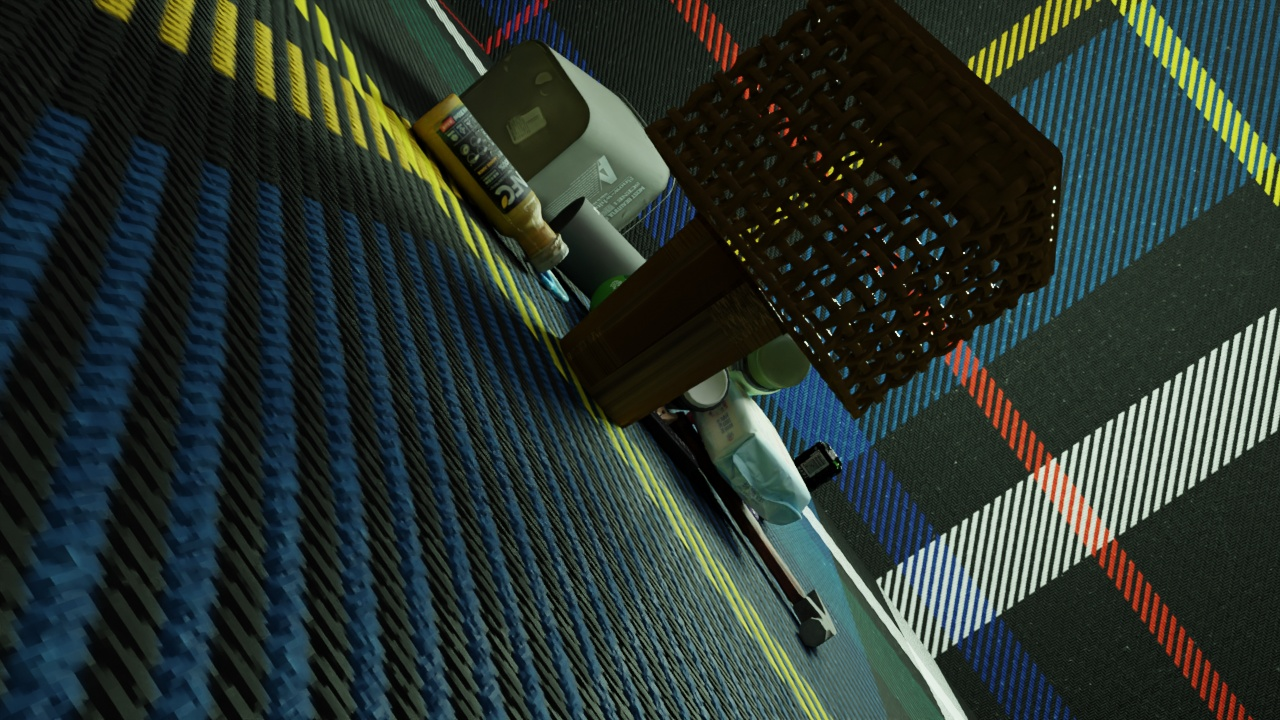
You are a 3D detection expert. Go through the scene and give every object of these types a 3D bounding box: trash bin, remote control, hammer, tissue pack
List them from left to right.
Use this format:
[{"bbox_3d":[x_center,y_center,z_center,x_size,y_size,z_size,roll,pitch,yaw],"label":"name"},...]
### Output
[{"bbox_3d":[-0.102,-0.267,1.154,0.197,0.198,0.220,57,13,18],"label":"trash bin"},{"bbox_3d":[0.012,0.061,0.941,0.136,0.015,0.032,49,7,-17],"label":"remote control"},{"bbox_3d":[0.118,0.101,1.021,0.112,0.070,0.181,49,11,-23],"label":"tissue pack"},{"bbox_3d":[0.118,0.180,1.020,0.300,0.028,0.111,56,8,23],"label":"hammer"}]

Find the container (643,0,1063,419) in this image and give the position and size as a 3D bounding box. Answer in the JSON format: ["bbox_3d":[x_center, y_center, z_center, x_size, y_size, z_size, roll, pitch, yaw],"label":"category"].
[{"bbox_3d":[0.184,-0.133,0.788,0.251,0.214,0.219,57,7,28],"label":"container"}]

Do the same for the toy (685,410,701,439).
[{"bbox_3d":[0.114,0.096,1.231,0.094,0.088,0.133,68,13,22],"label":"toy"}]

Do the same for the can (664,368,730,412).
[{"bbox_3d":[0.047,0.024,1.037,0.064,0.064,0.127,52,-18,-13],"label":"can"}]

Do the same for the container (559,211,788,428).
[{"bbox_3d":[0.024,-0.028,0.819,0.132,0.167,0.132,52,7,-9],"label":"container"}]

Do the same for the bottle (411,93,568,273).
[{"bbox_3d":[-0.141,-0.167,0.889,0.186,0.053,0.053,51,7,-20],"label":"bottle"}]

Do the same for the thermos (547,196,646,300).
[{"bbox_3d":[-0.014,-0.084,1.117,0.240,0.082,0.082,44,9,-21],"label":"thermos"}]

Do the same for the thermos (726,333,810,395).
[{"bbox_3d":[0.125,0.006,1.117,0.082,0.082,0.232,53,-15,-8],"label":"thermos"}]

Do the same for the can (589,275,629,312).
[{"bbox_3d":[-0.006,-0.032,1.006,0.083,0.083,0.144,50,7,-28],"label":"can"}]

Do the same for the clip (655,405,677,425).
[{"bbox_3d":[0.023,0.063,0.991,0.039,0.024,0.060,49,14,-13],"label":"clip"}]

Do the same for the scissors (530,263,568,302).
[{"bbox_3d":[-0.114,-0.115,0.992,0.066,0.015,0.135,43,15,-50],"label":"scissors"}]

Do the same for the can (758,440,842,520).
[{"bbox_3d":[0.218,0.170,1.295,0.054,0.138,0.054,53,7,-9],"label":"can"}]

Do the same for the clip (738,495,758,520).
[{"bbox_3d":[0.137,0.189,1.186,0.052,0.014,0.041,55,8,-14],"label":"clip"}]
